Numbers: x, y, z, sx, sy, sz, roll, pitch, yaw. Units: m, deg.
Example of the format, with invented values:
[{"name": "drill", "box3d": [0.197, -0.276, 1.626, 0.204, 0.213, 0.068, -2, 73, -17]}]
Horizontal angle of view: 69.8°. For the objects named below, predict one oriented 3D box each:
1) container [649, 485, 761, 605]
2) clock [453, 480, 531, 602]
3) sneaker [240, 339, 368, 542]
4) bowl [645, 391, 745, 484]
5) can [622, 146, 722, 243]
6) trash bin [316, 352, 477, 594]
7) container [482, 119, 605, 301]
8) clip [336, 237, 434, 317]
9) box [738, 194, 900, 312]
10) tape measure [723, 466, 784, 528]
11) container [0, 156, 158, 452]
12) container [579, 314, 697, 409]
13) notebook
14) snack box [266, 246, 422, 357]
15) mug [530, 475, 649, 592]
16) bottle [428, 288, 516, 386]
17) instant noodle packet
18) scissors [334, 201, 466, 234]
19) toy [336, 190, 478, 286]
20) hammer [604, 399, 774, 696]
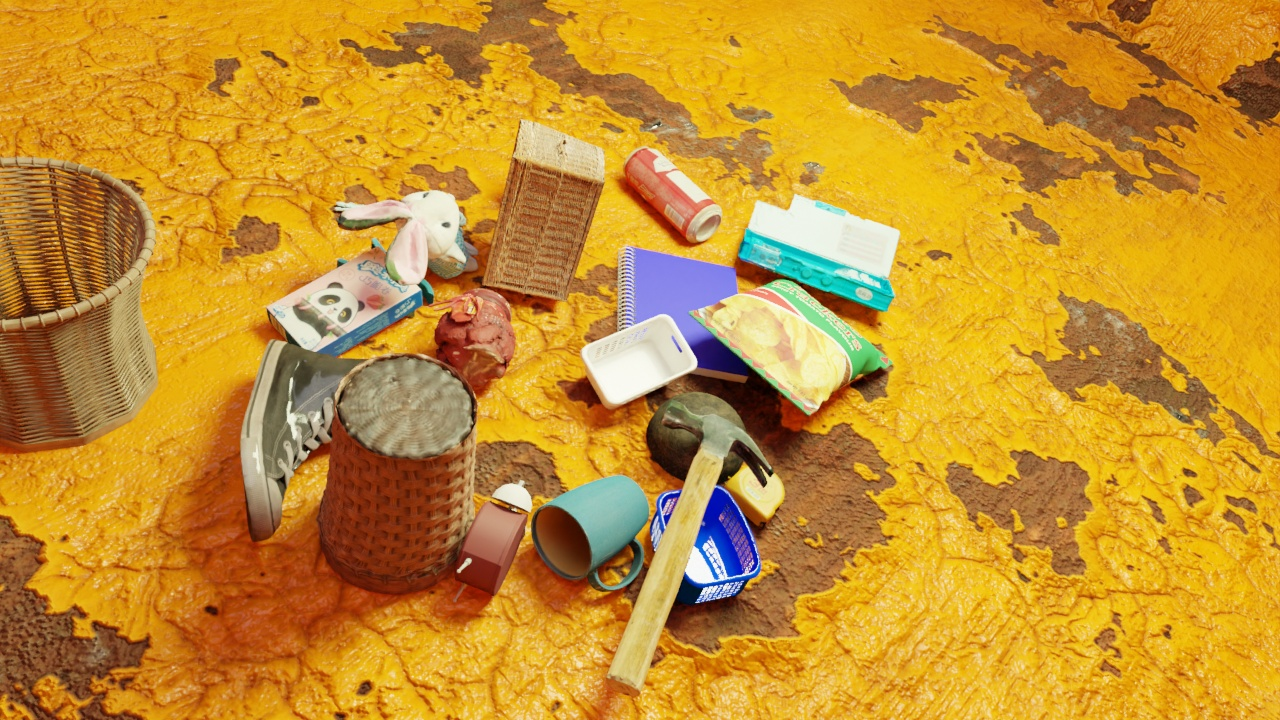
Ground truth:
[{"name": "container", "box3d": [0.063, 0.195, 0.959, 0.096, 0.058, 0.114, -5, 50, -23]}, {"name": "clock", "box3d": [-0.141, 0.173, 0.894, 0.044, 0.087, 0.124, 21, 49, 2]}, {"name": "sneaker", "box3d": [-0.329, 0.078, 0.920, 0.120, 0.095, 0.234, 5, 39, -11]}, {"name": "bowl", "box3d": [0.072, 0.080, 1.071, 0.121, 0.056, 0.121, 9, 46, -10]}, {"name": "can", "box3d": [0.046, -0.247, 1.362, 0.067, 0.067, 0.170, -25, 59, -35]}, {"name": "trash bin", "box3d": [-0.220, 0.100, 0.848, 0.151, 0.211, 0.151, 10, 45, -10]}, {"name": "container", "box3d": [-0.122, -0.184, 1.157, 0.112, 0.199, 0.113, 14, 34, -11]}, {"name": "clip", "box3d": [-0.302, -0.107, 1.145, 0.113, 0.028, 0.127, -34, 66, -33]}, {"name": "box", "box3d": [0.263, -0.159, 1.353, 0.227, 0.074, 0.180, 20, 45, 1]}, {"name": "tape measure", "box3d": [0.131, 0.149, 1.045, 0.068, 0.030, 0.058, 41, 49, 17]}, {"name": "container", "box3d": [-0.577, -0.046, 0.875, 0.227, 0.197, 0.226, 9, 46, -10]}, {"name": "container", "box3d": [-0.007, 0.006, 1.101, 0.129, 0.050, 0.080, -24, 75, -25]}, {"name": "notebook", "box3d": [0.052, -0.066, 1.228, 0.171, 0.022, 0.208, 10, 46, -11]}, {"name": "snack box", "box3d": [-0.341, -0.063, 1.067, 0.153, 0.033, 0.088, -37, 69, -28]}, {"name": "mug", "box3d": [-0.039, 0.178, 0.936, 0.104, 0.085, 0.112, -25, 88, -46]}, {"name": "bottle", "box3d": [-0.193, -0.030, 1.060, 0.099, 0.099, 0.111, 12, 41, -8]}, {"name": "instant noodle packet", "box3d": [0.201, -0.028, 1.186, 0.195, 0.091, 0.252, 42, 35, 20]}, {"name": "scissors", "box3d": [-0.322, -0.190, 1.225, 0.175, 0.033, 0.072, 5, 49, -8]}, {"name": "toy", "box3d": [-0.245, -0.150, 1.113, 0.131, 0.106, 0.205, 46, 13, 18]}, {"name": "hammer", "box3d": [0.039, 0.178, 0.905, 0.132, 0.033, 0.329, 24, 46, 3]}]
